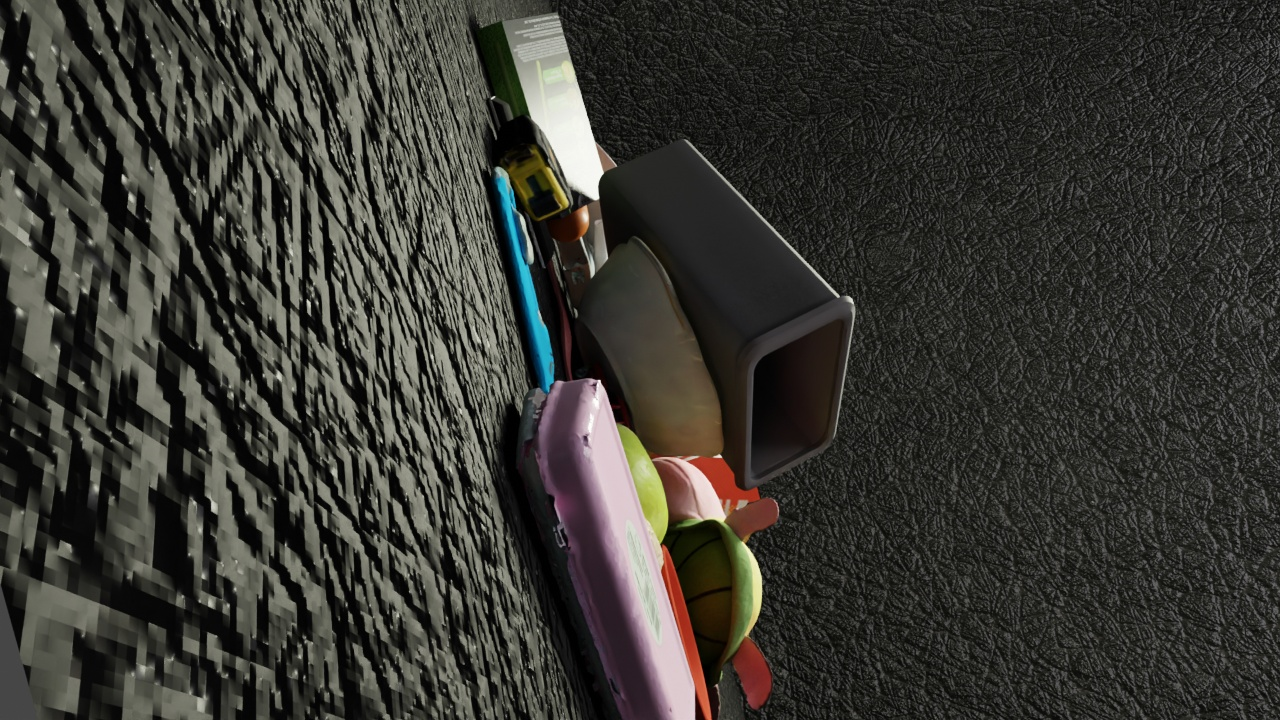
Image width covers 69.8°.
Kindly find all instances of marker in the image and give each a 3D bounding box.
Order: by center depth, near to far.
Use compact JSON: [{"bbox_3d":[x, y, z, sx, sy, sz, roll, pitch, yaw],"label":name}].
[{"bbox_3d":[-0.040,-0.081,0.934,0.020,0.017,0.134,-61,160,-53],"label":"marker"}]

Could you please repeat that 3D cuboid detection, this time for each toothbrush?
[{"bbox_3d":[-0.053,-0.019,0.664,0.015,0.016,0.184,62,9,-49],"label":"toothbrush"}]

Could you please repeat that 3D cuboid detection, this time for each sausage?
[{"bbox_3d":[-0.077,-0.174,0.815,0.044,0.039,0.164,60,14,-63],"label":"sausage"}]

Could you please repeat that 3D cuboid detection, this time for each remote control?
[{"bbox_3d":[-0.084,-0.129,0.662,0.028,0.012,0.124,-100,174,-70],"label":"remote control"}]

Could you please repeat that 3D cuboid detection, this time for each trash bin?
[{"bbox_3d":[0.062,-0.038,0.747,0.219,0.097,0.192,54,-17,35],"label":"trash bin"}]

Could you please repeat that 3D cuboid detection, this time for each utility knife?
[{"bbox_3d":[-0.065,-0.044,0.521,0.031,0.015,0.158,50,25,-73],"label":"utility knife"}]

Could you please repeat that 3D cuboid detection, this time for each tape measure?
[{"bbox_3d":[-0.073,-0.126,0.616,0.067,0.038,0.063,-108,172,-53],"label":"tape measure"}]

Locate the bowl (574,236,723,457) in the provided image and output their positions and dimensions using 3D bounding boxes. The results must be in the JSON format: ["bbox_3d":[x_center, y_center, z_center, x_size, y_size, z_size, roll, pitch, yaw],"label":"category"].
[{"bbox_3d":[-0.004,0.004,0.741,0.188,0.060,0.220,54,-16,41],"label":"bowl"}]

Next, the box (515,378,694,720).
[{"bbox_3d":[-0.016,0.110,0.432,0.086,0.044,0.202,-86,162,-67],"label":"box"}]

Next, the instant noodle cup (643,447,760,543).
[{"bbox_3d":[0.053,0.138,1.003,0.121,0.123,0.123,-121,-167,-69],"label":"instant noodle cup"}]

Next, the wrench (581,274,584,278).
[{"bbox_3d":[-0.043,-0.026,1.017,0.070,0.010,0.273,50,25,-85],"label":"wrench"}]

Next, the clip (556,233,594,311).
[{"bbox_3d":[-0.057,-0.089,0.881,0.143,0.029,0.171,66,9,-67],"label":"clip"}]

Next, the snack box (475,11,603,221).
[{"bbox_3d":[-0.074,-0.191,0.719,0.080,0.025,0.147,-42,121,-54],"label":"snack box"}]

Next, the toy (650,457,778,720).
[{"bbox_3d":[0.050,0.183,0.776,0.191,0.087,0.237,-56,-143,44],"label":"toy"}]

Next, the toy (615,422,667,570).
[{"bbox_3d":[-0.007,0.101,0.578,0.092,0.046,0.115,71,11,-47],"label":"toy"}]

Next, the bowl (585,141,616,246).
[{"bbox_3d":[-0.053,-0.164,0.953,0.149,0.043,0.150,49,-16,19],"label":"bowl"}]

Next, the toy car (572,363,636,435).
[{"bbox_3d":[-0.026,0.043,0.675,0.042,0.036,0.091,70,-1,-60],"label":"toy car"}]

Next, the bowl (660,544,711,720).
[{"bbox_3d":[0.016,0.190,0.628,0.122,0.035,0.122,-12,87,-88],"label":"bowl"}]
